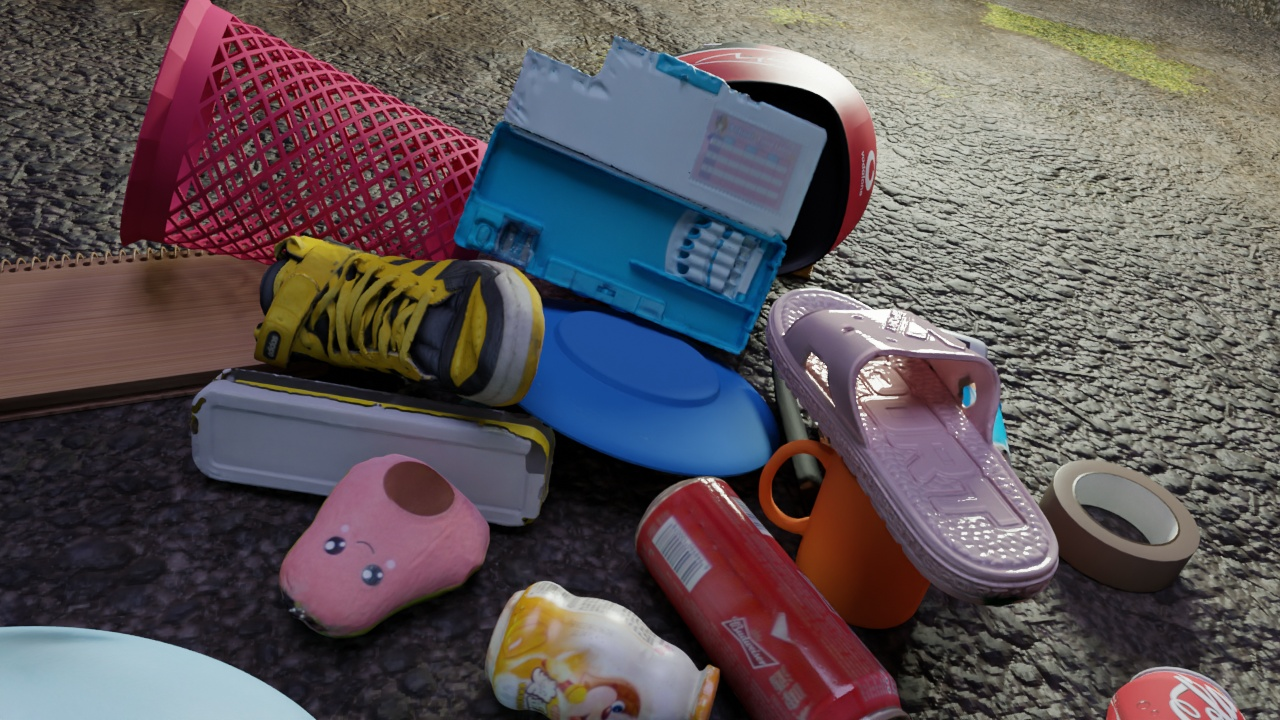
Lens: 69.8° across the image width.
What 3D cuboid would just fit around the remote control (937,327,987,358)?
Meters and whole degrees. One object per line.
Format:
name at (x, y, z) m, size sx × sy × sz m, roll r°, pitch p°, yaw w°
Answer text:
remote control at (0.216, -0.008, 0.699) m, size 0.060 × 0.025 × 0.138 m, roll 17°, pitch 0°, yaw 5°

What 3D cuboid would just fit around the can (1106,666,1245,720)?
can at (0.255, 0.203, 0.440) m, size 0.064 × 0.064 × 0.104 m, roll 25°, pitch 38°, yaw 20°

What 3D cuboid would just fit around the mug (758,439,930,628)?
mug at (0.123, 0.089, 0.537) m, size 0.113 × 0.096 × 0.077 m, roll 18°, pitch 36°, yaw 11°

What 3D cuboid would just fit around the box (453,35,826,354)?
box at (0.004, -0.125, 0.658) m, size 0.226 × 0.182 × 0.039 m, roll 21°, pitch 5°, yaw -13°

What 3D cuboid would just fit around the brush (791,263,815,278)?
brush at (0.157, -0.122, 0.908) m, size 0.048 × 0.017 × 0.126 m, roll 16°, pitch 36°, yaw 8°

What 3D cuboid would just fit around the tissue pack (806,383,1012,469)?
tissue pack at (0.190, 0.042, 0.648) m, size 0.144 × 0.062 × 0.092 m, roll 15°, pitch 34°, yaw 6°

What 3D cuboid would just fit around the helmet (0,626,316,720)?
helmet at (-0.192, 0.180, 0.278) m, size 0.265 × 0.167 × 0.225 m, roll 6°, pitch 25°, yaw -22°

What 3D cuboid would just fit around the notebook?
notebook at (-0.345, -0.032, 0.652) m, size 0.210 × 0.022 × 0.169 m, roll -9°, pitch 40°, yaw -25°

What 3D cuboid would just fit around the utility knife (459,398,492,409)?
utility knife at (-0.104, 0.015, 0.654) m, size 0.022 × 0.015 × 0.120 m, roll 18°, pitch 34°, yaw 8°

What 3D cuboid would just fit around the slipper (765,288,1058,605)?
slipper at (0.147, 0.020, 0.498) m, size 0.094 × 0.065 × 0.239 m, roll -2°, pitch 39°, yaw -17°

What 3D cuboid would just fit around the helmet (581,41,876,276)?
helmet at (0.062, -0.168, 0.787) m, size 0.271 × 0.198 × 0.224 m, roll -4°, pitch 21°, yaw -3°

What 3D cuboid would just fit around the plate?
plate at (-0.004, 0.004, 0.633) m, size 0.224 × 0.024 × 0.224 m, roll 19°, pitch 23°, yaw -9°

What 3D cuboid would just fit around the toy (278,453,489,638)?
toy at (-0.138, 0.102, 0.488) m, size 0.090 × 0.051 × 0.109 m, roll 42°, pitch 53°, yaw 2°

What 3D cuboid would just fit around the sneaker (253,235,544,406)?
sneaker at (-0.158, -0.027, 0.556) m, size 0.122 × 0.086 × 0.239 m, roll 9°, pitch 0°, yaw -34°

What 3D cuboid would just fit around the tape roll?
tape roll at (0.319, 0.109, 0.615) m, size 0.093 × 0.030 × 0.093 m, roll 7°, pitch 35°, yaw -5°

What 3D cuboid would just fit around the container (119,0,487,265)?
container at (-0.232, -0.137, 0.679) m, size 0.225 × 0.184 × 0.183 m, roll 17°, pitch 31°, yaw -24°

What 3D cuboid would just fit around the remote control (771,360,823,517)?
remote control at (0.107, 0.047, 0.638) m, size 0.020 × 0.041 × 0.151 m, roll -14°, pitch 35°, yaw 9°

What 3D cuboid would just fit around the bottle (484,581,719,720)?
bottle at (-0.018, 0.150, 0.445) m, size 0.109 × 0.063 × 0.063 m, roll 16°, pitch 36°, yaw 9°

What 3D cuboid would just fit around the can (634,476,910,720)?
can at (0.063, 0.136, 0.482) m, size 0.067 × 0.067 × 0.170 m, roll -12°, pitch 41°, yaw -29°

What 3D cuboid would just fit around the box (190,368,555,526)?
box at (-0.157, 0.051, 0.548) m, size 0.210 × 0.066 × 0.044 m, roll 9°, pitch 17°, yaw -2°
